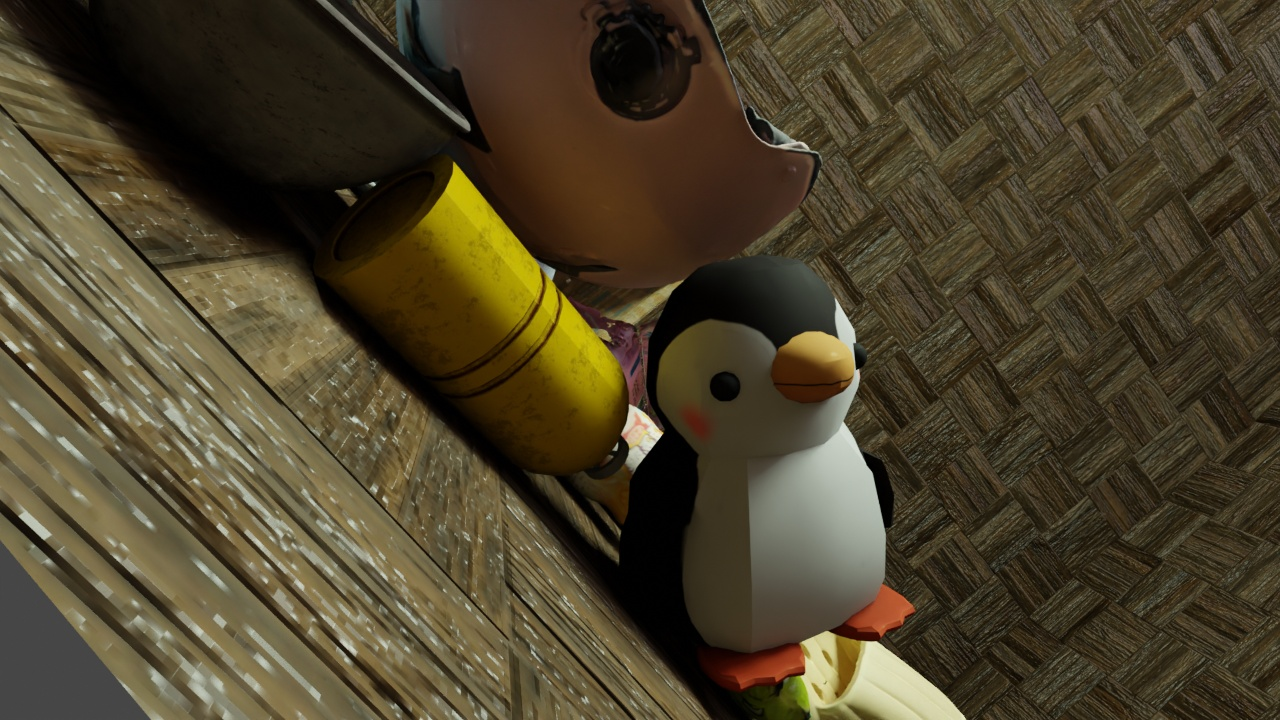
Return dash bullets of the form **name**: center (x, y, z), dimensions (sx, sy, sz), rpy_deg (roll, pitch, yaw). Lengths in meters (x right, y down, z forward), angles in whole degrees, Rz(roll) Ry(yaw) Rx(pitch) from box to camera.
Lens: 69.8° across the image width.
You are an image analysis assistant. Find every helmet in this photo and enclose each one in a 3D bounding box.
- **helmet**: center (-0.039, -0.143, 0.504), dimensions (0.255, 0.152, 0.230), rpy_deg (44, 8, -35)

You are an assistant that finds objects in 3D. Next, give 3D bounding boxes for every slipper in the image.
- **slipper**: center (0.174, 0.249, 0.575), dimensions (0.261, 0.079, 0.111), rpy_deg (55, 24, -1)

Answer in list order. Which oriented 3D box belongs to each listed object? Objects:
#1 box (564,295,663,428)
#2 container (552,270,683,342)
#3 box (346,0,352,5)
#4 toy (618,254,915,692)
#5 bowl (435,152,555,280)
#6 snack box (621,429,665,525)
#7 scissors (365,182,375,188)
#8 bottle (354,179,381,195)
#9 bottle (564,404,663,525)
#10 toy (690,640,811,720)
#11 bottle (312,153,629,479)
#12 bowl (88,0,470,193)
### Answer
- **box**: center (-0.004, 0.015, 0.630), dimensions (0.231, 0.160, 0.062), rpy_deg (84, 9, -71)
- **container**: center (-0.068, -0.128, 0.769), dimensions (0.250, 0.157, 0.186), rpy_deg (60, -17, -23)
- **box**: center (-0.205, -0.186, 0.411), dimensions (0.171, 0.085, 0.227), rpy_deg (-8, -51, 48)
- **toy**: center (0.050, 0.039, 0.457), dimensions (0.140, 0.158, 0.184), rpy_deg (18, -65, 56)
- **bowl**: center (-0.085, -0.091, 0.626), dimensions (0.137, 0.057, 0.137), rpy_deg (62, -7, 12)
- **snack box**: center (0.045, 0.121, 0.641), dimensions (0.147, 0.080, 0.025), rpy_deg (50, -29, 11)
- **scissors**: center (-0.199, -0.121, 0.704), dimensions (0.014, 0.117, 0.161), rpy_deg (-9, -90, 59)
- **bottle**: center (-0.191, -0.125, 0.787), dimensions (0.161, 0.046, 0.072), rpy_deg (52, -3, -40)
- **bottle**: center (-0.023, 0.052, 0.558), dimensions (0.109, 0.063, 0.063), rpy_deg (35, -4, 7)
- **toy**: center (0.054, 0.161, 0.498), dimensions (0.093, 0.036, 0.094), rpy_deg (44, -11, 23)
- **bottle**: center (-0.059, -0.005, 0.402), dimensions (0.164, 0.071, 0.071), rpy_deg (51, -2, -35)
- **bowl**: center (-0.138, -0.112, 0.333), dimensions (0.145, 0.067, 0.145), rpy_deg (43, 5, -6)
